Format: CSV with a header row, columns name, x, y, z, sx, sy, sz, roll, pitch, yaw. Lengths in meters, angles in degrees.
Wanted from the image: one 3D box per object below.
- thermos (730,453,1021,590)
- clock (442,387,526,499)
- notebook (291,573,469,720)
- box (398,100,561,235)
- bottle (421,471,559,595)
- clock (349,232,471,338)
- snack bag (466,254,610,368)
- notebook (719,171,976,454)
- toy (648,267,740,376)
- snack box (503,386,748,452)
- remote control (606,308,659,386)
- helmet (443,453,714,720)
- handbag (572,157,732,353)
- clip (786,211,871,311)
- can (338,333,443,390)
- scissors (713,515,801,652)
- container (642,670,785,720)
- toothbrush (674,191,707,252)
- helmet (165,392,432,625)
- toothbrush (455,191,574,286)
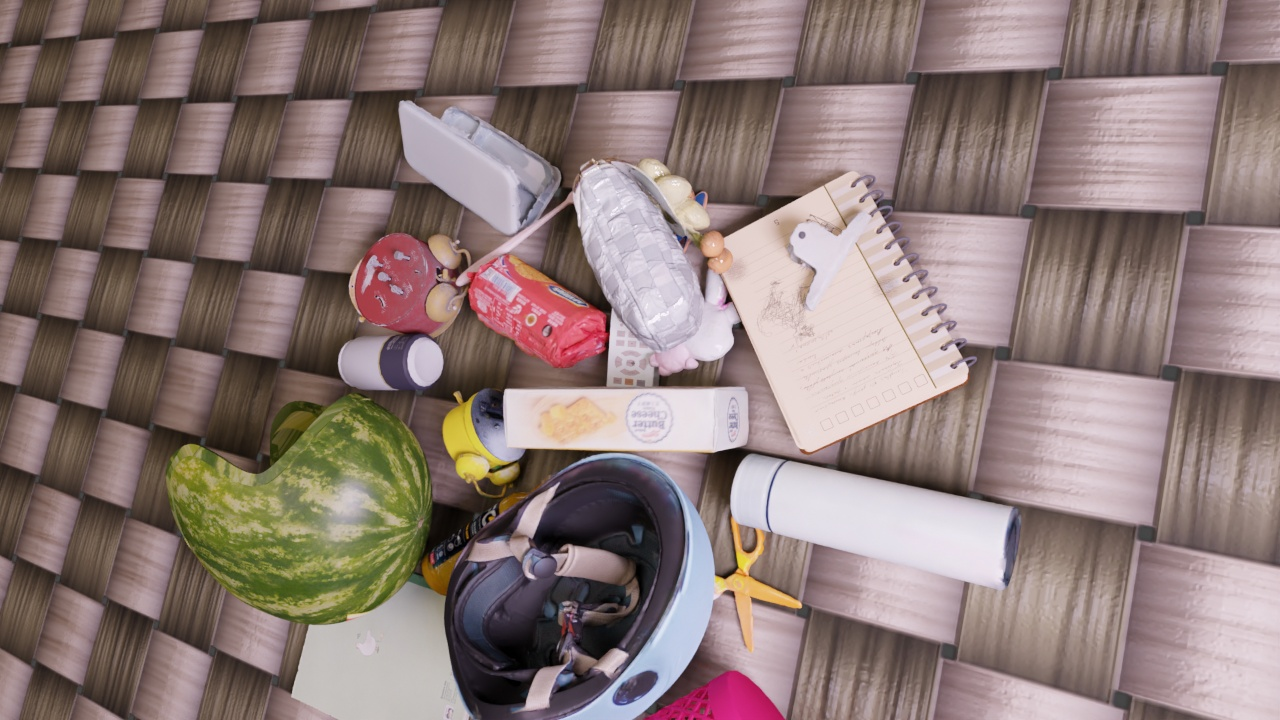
name,x,y,z,sx,sy,sz,roll,pitch,yaw
thermos,0.190,0.130,0.766,0.230,0.068,0.068,8,83,31
clock,-0.161,0.087,0.965,0.057,0.083,0.118,-26,65,28
notebook,-0.281,0.323,1.022,0.253,0.010,0.182,8,83,30
box,-0.203,-0.225,1.046,0.216,0.109,0.108,35,100,31
bottle,-0.145,0.178,0.951,0.186,0.053,0.053,-36,64,18
clock,-0.262,-0.091,1.062,0.159,0.081,0.117,-8,75,28
snack bag,-0.111,-0.049,0.970,0.176,0.082,0.082,34,96,31
notebook,0.175,-0.050,0.824,0.167,0.024,0.225,-27,67,12
toy,0.061,-0.032,0.890,0.125,0.037,0.076,-49,60,0
snack box,-0.013,0.053,0.856,0.208,0.104,0.057,-1,89,21
remote control,-0.006,0.005,0.922,0.050,0.024,0.143,5,93,21
helmet,-0.039,0.210,0.815,0.266,0.166,0.225,-42,46,15
handbag,0.016,-0.099,0.845,0.123,0.112,0.171,-25,74,0
clip,0.158,-0.099,0.822,0.054,0.038,0.101,32,87,3
can,-0.295,0.002,1.070,0.127,0.064,0.064,-1,78,29
scissors,0.086,0.203,0.840,0.129,0.011,0.125,-17,70,27
container,0.022,0.374,0.754,0.226,0.183,0.183,-39,63,8
toothbrush,0.038,-0.111,0.934,0.021,0.017,0.135,22,90,29
helmet,-0.338,0.158,0.969,0.247,0.212,0.243,-4,101,21
toothbrush,-0.130,-0.136,1.014,0.181,0.018,0.015,-35,70,5
